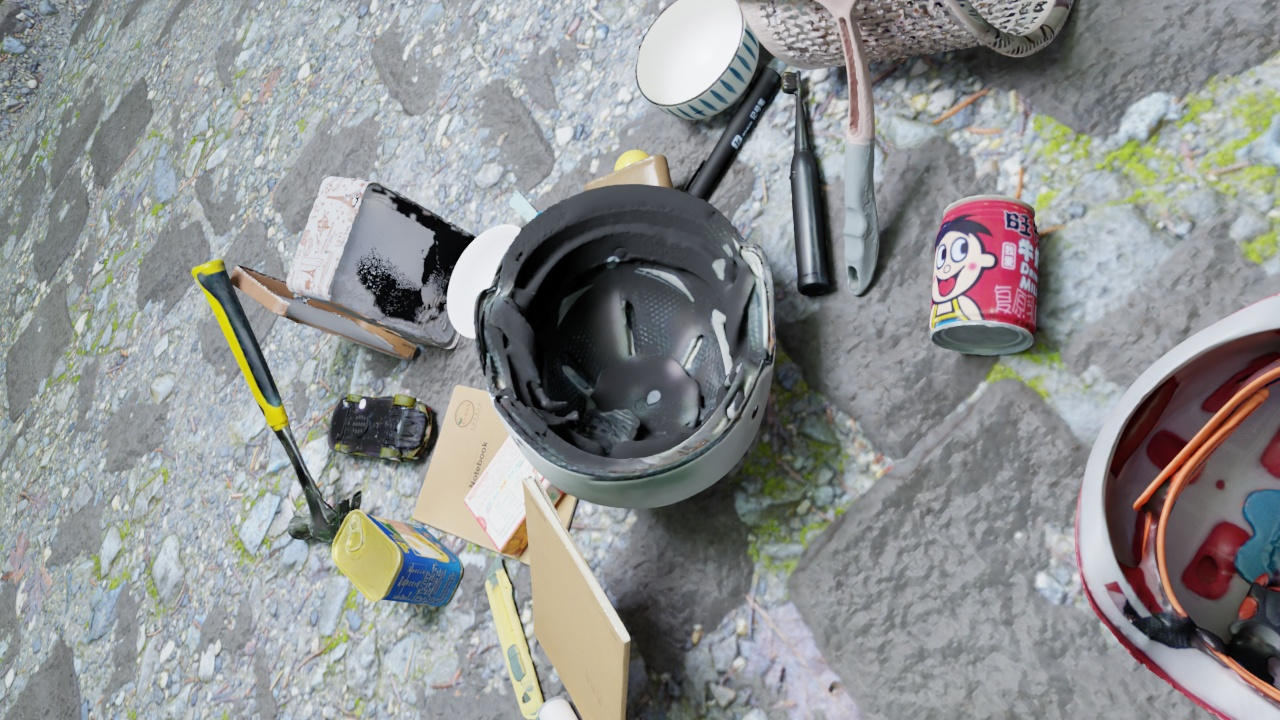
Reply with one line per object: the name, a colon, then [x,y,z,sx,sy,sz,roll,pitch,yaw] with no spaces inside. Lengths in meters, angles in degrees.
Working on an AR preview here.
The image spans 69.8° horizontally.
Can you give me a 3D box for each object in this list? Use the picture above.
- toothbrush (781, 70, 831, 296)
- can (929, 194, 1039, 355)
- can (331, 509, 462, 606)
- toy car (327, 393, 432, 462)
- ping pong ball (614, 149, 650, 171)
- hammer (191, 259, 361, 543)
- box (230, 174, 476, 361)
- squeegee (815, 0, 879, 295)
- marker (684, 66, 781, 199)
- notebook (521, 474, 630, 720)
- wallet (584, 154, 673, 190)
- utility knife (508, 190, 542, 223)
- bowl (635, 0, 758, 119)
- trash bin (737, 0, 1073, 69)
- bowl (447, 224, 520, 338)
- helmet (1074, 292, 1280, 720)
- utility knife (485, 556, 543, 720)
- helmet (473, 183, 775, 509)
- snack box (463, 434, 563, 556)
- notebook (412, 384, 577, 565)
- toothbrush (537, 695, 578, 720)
toothbrush: [0.135,-0.154,0.762,0.027,0.026,0.212,0,68,-2]
can: [0.233,-0.057,0.621,0.067,0.066,0.093,-2,71,38]
can: [-0.233,0.192,0.884,0.102,0.083,0.057,27,91,41]
toy car: [-0.285,0.072,0.998,0.158,0.042,0.070,2,75,38]
ping pong ball: [-0.005,-0.180,0.872,0.040,0.040,0.040,-15,65,34]
hammer: [-0.386,0.048,0.968,0.126,0.031,0.323,-8,108,37]
box: [-0.305,-0.095,0.990,0.194,0.183,0.156,14,82,38]
squeegee: [0.153,-0.165,0.661,0.040,0.250,0.248,-28,31,-28]
marker: [0.083,-0.203,0.826,0.022,0.020,0.132,35,97,21]
notebook: [-0.048,0.205,0.687,0.149,0.012,0.212,51,151,38]
wallet: [-0.003,-0.118,0.833,0.090,0.033,0.115,-18,80,28]
utility knife: [-0.087,-0.123,0.931,0.034,0.018,0.204,-44,51,2]
bowl: [0.060,-0.271,0.839,0.117,0.066,0.116,-14,66,34]
trash bin: [0.182,-0.315,0.681,0.193,0.227,0.227,-3,71,51]
bowl: [-0.128,-0.068,0.912,0.119,0.064,0.118,-14,65,33]
helmet: [0.342,0.087,0.435,0.240,0.143,0.207,31,94,27]
utility knife: [-0.103,0.267,0.802,0.031,0.021,0.206,-44,56,25]
helmet: [-0.004,0.004,0.719,0.230,0.157,0.273,-11,47,0]
snack box: [-0.096,0.093,0.838,0.156,0.027,0.077,-54,49,9]
notebook: [-0.135,0.108,0.888,0.208,0.008,0.147,10,79,40]
toothbrush: [-0.017,0.350,0.690,0.026,0.026,0.221,-22,47,-22]
